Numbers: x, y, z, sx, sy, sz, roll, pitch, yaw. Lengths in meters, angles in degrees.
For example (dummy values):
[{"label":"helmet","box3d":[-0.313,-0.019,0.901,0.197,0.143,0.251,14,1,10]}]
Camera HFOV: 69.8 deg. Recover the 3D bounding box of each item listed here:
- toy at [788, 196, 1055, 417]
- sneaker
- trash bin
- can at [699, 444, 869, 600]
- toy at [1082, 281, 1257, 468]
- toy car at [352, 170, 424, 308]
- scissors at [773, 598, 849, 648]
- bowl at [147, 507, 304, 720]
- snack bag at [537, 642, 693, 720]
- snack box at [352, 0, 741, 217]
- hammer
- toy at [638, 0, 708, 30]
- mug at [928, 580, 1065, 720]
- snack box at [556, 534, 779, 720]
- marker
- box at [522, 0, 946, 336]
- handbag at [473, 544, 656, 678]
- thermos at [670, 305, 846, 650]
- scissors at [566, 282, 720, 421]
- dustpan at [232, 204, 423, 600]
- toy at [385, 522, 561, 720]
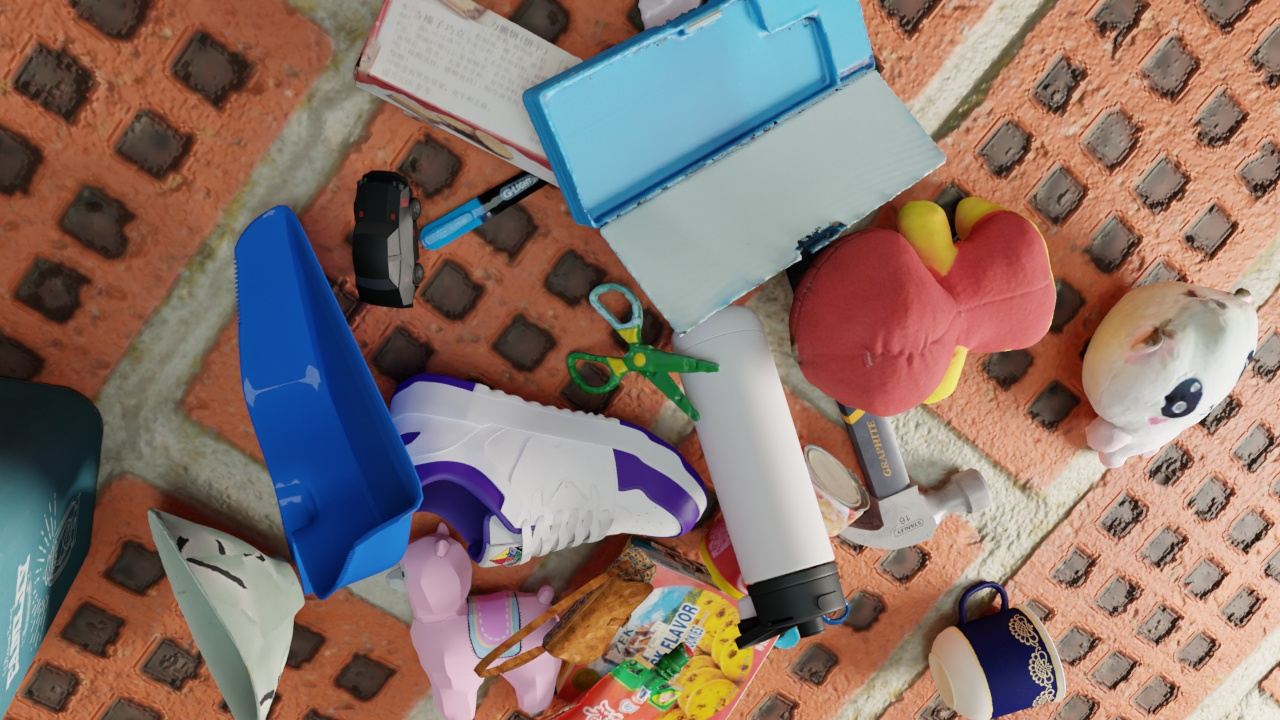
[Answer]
[{"label":"toy","box3d":[0.198,-0.037,0.643,0.215,0.099,0.147,-20,96,-27]},{"label":"sneaker","box3d":[-0.067,0.098,0.644,0.244,0.111,0.092,19,145,-13]},{"label":"trash bin","box3d":[-0.437,0.111,0.533,0.199,0.218,0.197,12,106,-14]},{"label":"can","box3d":[0.108,0.126,0.709,0.066,0.066,0.125,34,116,-19]},{"label":"toy","box3d":[0.414,0.019,0.739,0.138,0.101,0.180,-21,131,-17]},{"label":"toy car","box3d":[-0.171,-0.079,0.610,0.042,0.036,0.092,7,109,14]},{"label":"scissors","box3d":[0.136,0.181,0.781,0.083,0.016,0.135,-14,106,-2]},{"label":"bowl","box3d":[-0.273,0.169,0.636,0.067,0.174,0.174,-25,115,-36]},{"label":"snack bag","box3d":[-0.022,0.272,0.721,0.155,0.044,0.087,-38,129,4]},{"label":"snack box","box3d":[-0.046,-0.153,0.606,0.272,0.044,0.076,24,83,-18]},{"label":"hammer","box3d":[0.172,0.013,0.718,0.139,0.035,0.313,-23,111,0]},{"label":"toy","box3d":[-0.026,-0.296,0.543,0.191,0.098,0.224,-7,137,-7]},{"label":"mug","box3d":[0.302,0.255,0.806,0.089,0.086,0.111,-16,75,-3]},{"label":"snack box","box3d":[0.024,0.235,0.756,0.145,0.040,0.143,25,103,-14]},{"label":"marker","box3d":[-0.098,-0.111,0.632,0.123,0.015,0.018,-30,108,-1]},{"label":"box","box3d":[0.065,-0.145,0.592,0.243,0.060,0.175,-33,99,-19]},{"label":"handbag","box3d":[-0.049,0.182,0.621,0.043,0.195,0.094,45,104,16]},{"label":"thermos","box3d":[0.074,0.084,0.656,0.068,0.102,0.229,-6,72,-36]},{"label":"scissors","box3d":[0.004,-0.010,0.650,0.132,0.012,0.108,5,96,30]},{"label":"dustpan","box3d":[-0.210,0.076,0.606,0.059,0.245,0.258,-18,146,-25]},{"label":"toy","box3d":[-0.125,0.201,0.707,0.123,0.067,0.157,-8,106,-10]}]
